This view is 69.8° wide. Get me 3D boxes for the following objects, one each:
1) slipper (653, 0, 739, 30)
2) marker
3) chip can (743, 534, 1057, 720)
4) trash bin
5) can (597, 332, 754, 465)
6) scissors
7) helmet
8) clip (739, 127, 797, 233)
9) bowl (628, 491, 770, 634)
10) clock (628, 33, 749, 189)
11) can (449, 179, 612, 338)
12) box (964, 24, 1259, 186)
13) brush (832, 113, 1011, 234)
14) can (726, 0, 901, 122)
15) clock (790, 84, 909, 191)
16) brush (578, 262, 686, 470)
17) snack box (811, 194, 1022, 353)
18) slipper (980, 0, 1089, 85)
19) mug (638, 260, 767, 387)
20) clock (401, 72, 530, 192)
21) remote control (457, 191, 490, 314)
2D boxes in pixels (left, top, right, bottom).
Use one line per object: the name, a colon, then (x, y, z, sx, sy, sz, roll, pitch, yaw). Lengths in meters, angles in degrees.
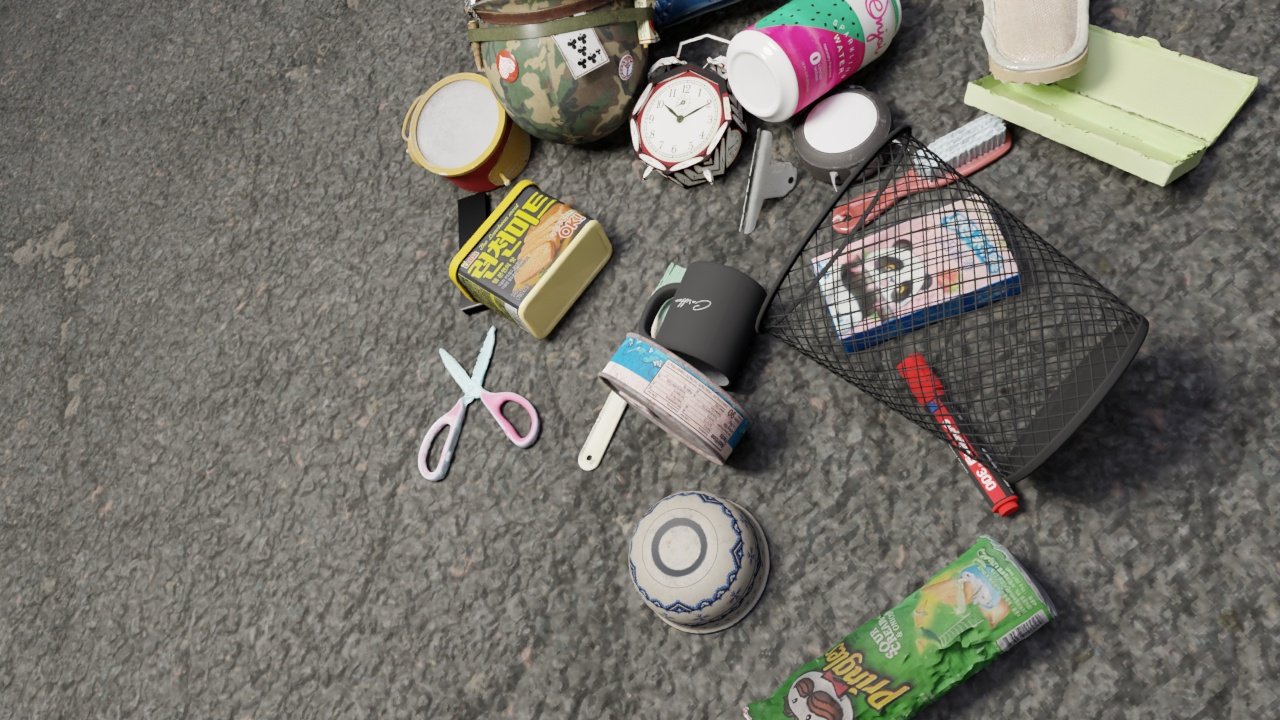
slipper: (0.050, -0.421, 1.001, 0.253, 0.105, 0.095, 9, 28, 42)
marker: (0.248, 0.056, 0.718, 0.021, 0.024, 0.145, -10, 55, -23)
chip can: (0.181, 0.213, 0.645, 0.223, 0.075, 0.075, -38, 57, 4)
trash bin: (0.223, -0.032, 0.662, 0.210, 0.184, 0.184, 38, 85, 13)
can: (0.029, 0.033, 0.767, 0.130, 0.130, 0.044, 32, 82, 33)
scissors: (-0.176, 0.050, 0.924, 0.168, 0.014, 0.170, -45, 57, -1)
helmet: (-0.080, -0.345, 0.931, 0.193, 0.224, 0.236, -4, 85, 10)
clip: (0.122, -0.172, 0.870, 0.041, 0.102, 0.054, 29, 36, 30)
bowl: (0.041, 0.158, 0.744, 0.116, 0.059, 0.115, -10, 63, 20)
clock: (0.056, -0.252, 0.926, 0.115, 0.065, 0.154, 10, 86, 29)
can: (-0.108, -0.101, 0.922, 0.101, 0.072, 0.130, 32, 77, 27)
box: (0.390, -0.220, 0.775, 0.140, 0.048, 0.188, -44, 56, -14)
brush: (0.248, -0.167, 0.821, 0.172, 0.030, 0.041, -29, 58, 11)
can: (0.163, -0.298, 0.862, 0.165, 0.088, 0.088, -37, 54, -22)
clock: (0.189, -0.216, 0.863, 0.091, 0.044, 0.122, -31, 57, 9)
brush: (-0.005, 0.005, 0.868, 0.033, 0.012, 0.217, 20, 77, 31)
snack box: (0.233, -0.073, 0.781, 0.154, 0.033, 0.087, -21, 60, 14)
slipper: (0.351, -0.351, 0.825, 0.114, 0.054, 0.272, 1, 58, 12)
mug: (0.048, -0.035, 0.825, 0.114, 0.078, 0.088, 12, 72, 40)
clock: (-0.201, -0.256, 1.038, 0.159, 0.081, 0.117, 22, 88, 22)
remote control: (-0.181, -0.119, 1.006, 0.034, 0.013, 0.149, -15, 61, 13)
